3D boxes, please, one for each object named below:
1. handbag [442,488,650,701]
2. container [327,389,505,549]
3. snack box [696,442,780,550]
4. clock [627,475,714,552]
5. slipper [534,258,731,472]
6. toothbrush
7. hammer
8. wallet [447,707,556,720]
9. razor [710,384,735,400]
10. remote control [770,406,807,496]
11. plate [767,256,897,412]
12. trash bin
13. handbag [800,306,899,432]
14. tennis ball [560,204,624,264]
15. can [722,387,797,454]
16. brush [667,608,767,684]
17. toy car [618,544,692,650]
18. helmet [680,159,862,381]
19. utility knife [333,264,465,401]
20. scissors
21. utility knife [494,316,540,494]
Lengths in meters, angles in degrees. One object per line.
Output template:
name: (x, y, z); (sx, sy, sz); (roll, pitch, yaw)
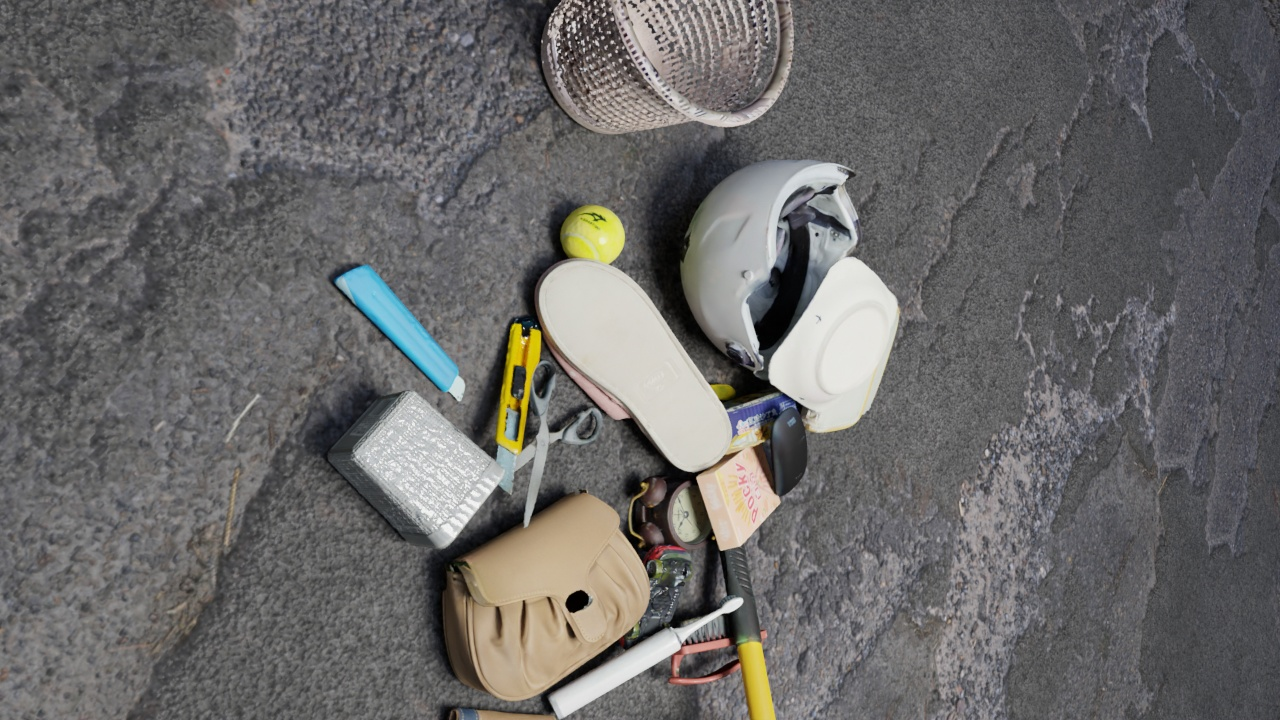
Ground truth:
handbag: (-0.085, 0.221, 0.865); (0.204, 0.100, 0.148); (-26, 98, -38)
container: (-0.199, 0.092, 0.799); (0.114, 0.090, 0.090); (48, 59, -20)
snack box: (0.112, 0.145, 1.025); (0.157, 0.026, 0.084); (-22, 94, -64)
clock: (0.031, 0.165, 0.986); (0.121, 0.055, 0.082); (7, 82, -40)
slipper: (-0.006, 0.006, 0.959); (0.114, 0.054, 0.274); (-44, 106, -5)
toothbrush: (0.009, 0.295, 0.928); (0.220, 0.026, 0.027); (-26, 110, -14)
hammer: (0.114, 0.300, 0.973); (0.128, 0.033, 0.300); (17, 49, -33)
wallet: (-0.137, 0.372, 0.857); (0.115, 0.033, 0.090); (19, 77, -36)
razor: (0.064, 0.036, 1.044); (0.132, 0.028, 0.043); (4, 80, -39)
remote control: (0.171, 0.108, 1.042); (0.053, 0.024, 0.137); (-41, 140, -26)
plate: (0.224, -0.018, 1.006); (0.163, 0.034, 0.164); (29, 96, -47)
trash bin: (0.009, -0.325, 0.925); (0.227, 0.193, 0.227); (4, 84, -37)
handbag: (0.236, 0.011, 1.093); (0.178, 0.063, 0.164); (-22, 130, -47)
tennis ball: (-0.049, -0.127, 0.945); (0.065, 0.066, 0.065); (4, 84, -37)
can: (0.122, 0.069, 1.054); (0.147, 0.075, 0.049); (-15, 92, -39)
brush: (0.083, 0.314, 1.009); (0.145, 0.063, 0.069); (3, 71, -39)
toy car: (0.011, 0.245, 0.952); (0.052, 0.045, 0.120); (15, 102, -36)
helmet: (0.129, -0.107, 1.020); (0.228, 0.146, 0.259); (-52, 150, -21)
utility knife: (-0.213, -0.023, 0.841); (0.034, 0.018, 0.162); (-51, 117, -25)
scissors: (-0.094, 0.077, 0.899); (0.159, 0.014, 0.178); (7, 67, -44)
utility knife: (-0.117, 0.037, 0.875); (0.033, 0.015, 0.192); (15, 57, -19)
